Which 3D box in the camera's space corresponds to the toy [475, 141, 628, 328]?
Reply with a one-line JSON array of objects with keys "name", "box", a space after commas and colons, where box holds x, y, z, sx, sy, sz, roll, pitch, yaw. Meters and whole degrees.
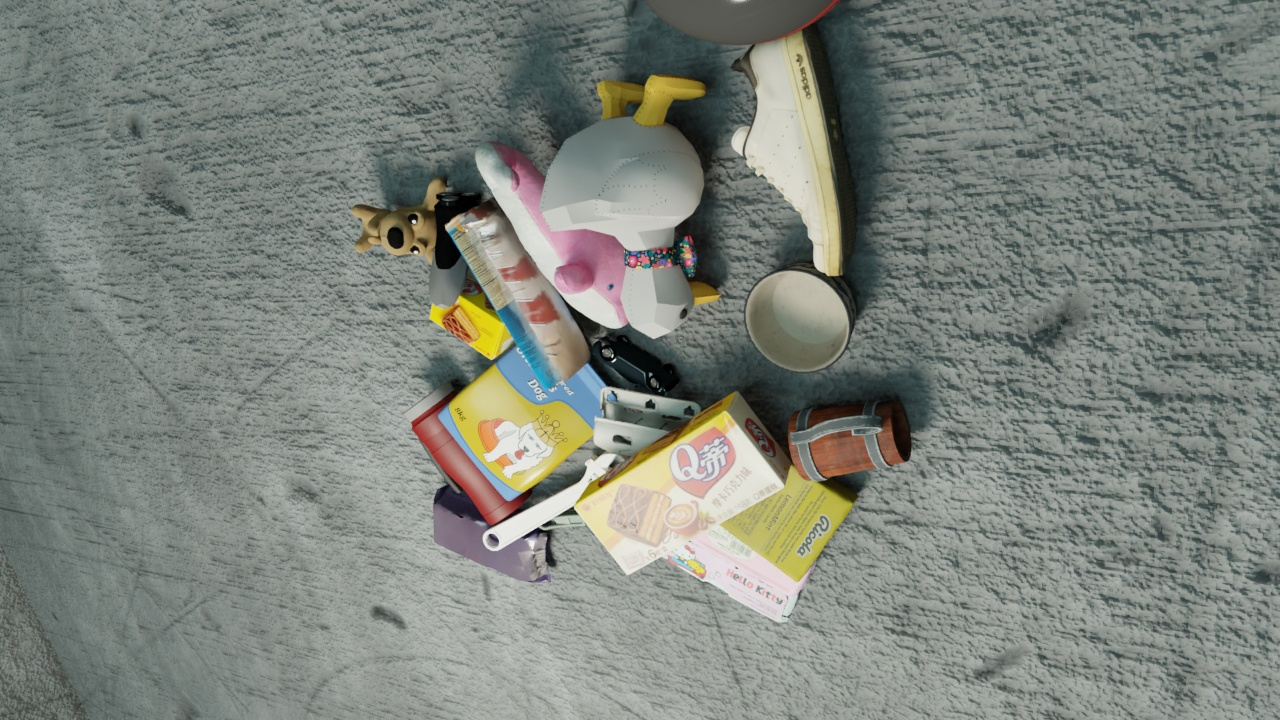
[{"name": "toy", "box": [-0.074, -0.153, 1.030, 0.128, 0.186, 0.265, -40, 117, 2]}]

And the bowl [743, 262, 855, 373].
[{"name": "bowl", "box": [0.173, -0.051, 0.965, 0.116, 0.059, 0.116, 14, 120, 25]}]

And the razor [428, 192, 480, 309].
[{"name": "razor", "box": [-0.231, -0.137, 1.123, 0.057, 0.060, 0.156, 2, 81, 6]}]

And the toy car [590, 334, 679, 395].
[{"name": "toy car", "box": [-0.007, 0.006, 1.111, 0.112, 0.046, 0.034, 32, 125, 15]}]

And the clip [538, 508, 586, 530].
[{"name": "clip", "box": [-0.107, 0.222, 1.294, 0.074, 0.035, 0.023, -7, 109, 27]}]

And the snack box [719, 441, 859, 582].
[{"name": "snack box", "box": [0.146, 0.157, 1.078, 0.181, 0.045, 0.121, 34, 108, 17]}]

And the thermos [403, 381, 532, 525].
[{"name": "thermos", "box": [-0.250, 0.135, 1.299, 0.108, 0.083, 0.198, -32, 97, 37]}]

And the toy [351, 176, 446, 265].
[{"name": "toy", "box": [-0.308, -0.170, 1.177, 0.108, 0.105, 0.134, 9, 115, 15]}]

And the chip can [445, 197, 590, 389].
[{"name": "chip can", "box": [-0.140, -0.080, 1.090, 0.080, 0.079, 0.229, -23, 103, 37]}]

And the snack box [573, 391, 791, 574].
[{"name": "snack box", "box": [0.046, 0.142, 1.049, 0.231, 0.061, 0.110, -34, 96, 24]}]

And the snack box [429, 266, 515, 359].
[{"name": "snack box", "box": [-0.199, -0.066, 1.166, 0.106, 0.083, 0.061, 33, 128, 12]}]

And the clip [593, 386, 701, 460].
[{"name": "clip", "box": [0.006, 0.107, 1.115, 0.126, 0.091, 0.152, 12, 126, 12]}]

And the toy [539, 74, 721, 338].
[{"name": "toy", "box": [-0.004, -0.155, 0.947, 0.141, 0.246, 0.267, 11, 101, 45]}]

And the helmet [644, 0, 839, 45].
[{"name": "helmet", "box": [0.083, -0.363, 0.794, 0.265, 0.163, 0.170, 13, 119, 26]}]

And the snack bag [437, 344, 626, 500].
[{"name": "snack bag", "box": [-0.137, 0.061, 1.192, 0.206, 0.102, 0.159, -39, 91, 26]}]

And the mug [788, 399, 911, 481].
[{"name": "mug", "box": [0.217, 0.080, 0.976, 0.111, 0.117, 0.081, -12, 70, 31]}]

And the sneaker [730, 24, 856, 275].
[{"name": "sneaker", "box": [0.143, -0.194, 0.890, 0.102, 0.088, 0.241, -7, 105, 24]}]

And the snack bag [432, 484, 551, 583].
[{"name": "snack bag", "box": [-0.223, 0.260, 1.362, 0.205, 0.058, 0.096, 17, 121, 23]}]

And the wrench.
[{"name": "wrench", "box": [-0.116, 0.199, 1.258, 0.274, 0.018, 0.066, -32, 91, 25]}]

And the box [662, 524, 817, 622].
[{"name": "box", "box": [0.112, 0.247, 1.163, 0.201, 0.044, 0.155, 27, 125, 16]}]
